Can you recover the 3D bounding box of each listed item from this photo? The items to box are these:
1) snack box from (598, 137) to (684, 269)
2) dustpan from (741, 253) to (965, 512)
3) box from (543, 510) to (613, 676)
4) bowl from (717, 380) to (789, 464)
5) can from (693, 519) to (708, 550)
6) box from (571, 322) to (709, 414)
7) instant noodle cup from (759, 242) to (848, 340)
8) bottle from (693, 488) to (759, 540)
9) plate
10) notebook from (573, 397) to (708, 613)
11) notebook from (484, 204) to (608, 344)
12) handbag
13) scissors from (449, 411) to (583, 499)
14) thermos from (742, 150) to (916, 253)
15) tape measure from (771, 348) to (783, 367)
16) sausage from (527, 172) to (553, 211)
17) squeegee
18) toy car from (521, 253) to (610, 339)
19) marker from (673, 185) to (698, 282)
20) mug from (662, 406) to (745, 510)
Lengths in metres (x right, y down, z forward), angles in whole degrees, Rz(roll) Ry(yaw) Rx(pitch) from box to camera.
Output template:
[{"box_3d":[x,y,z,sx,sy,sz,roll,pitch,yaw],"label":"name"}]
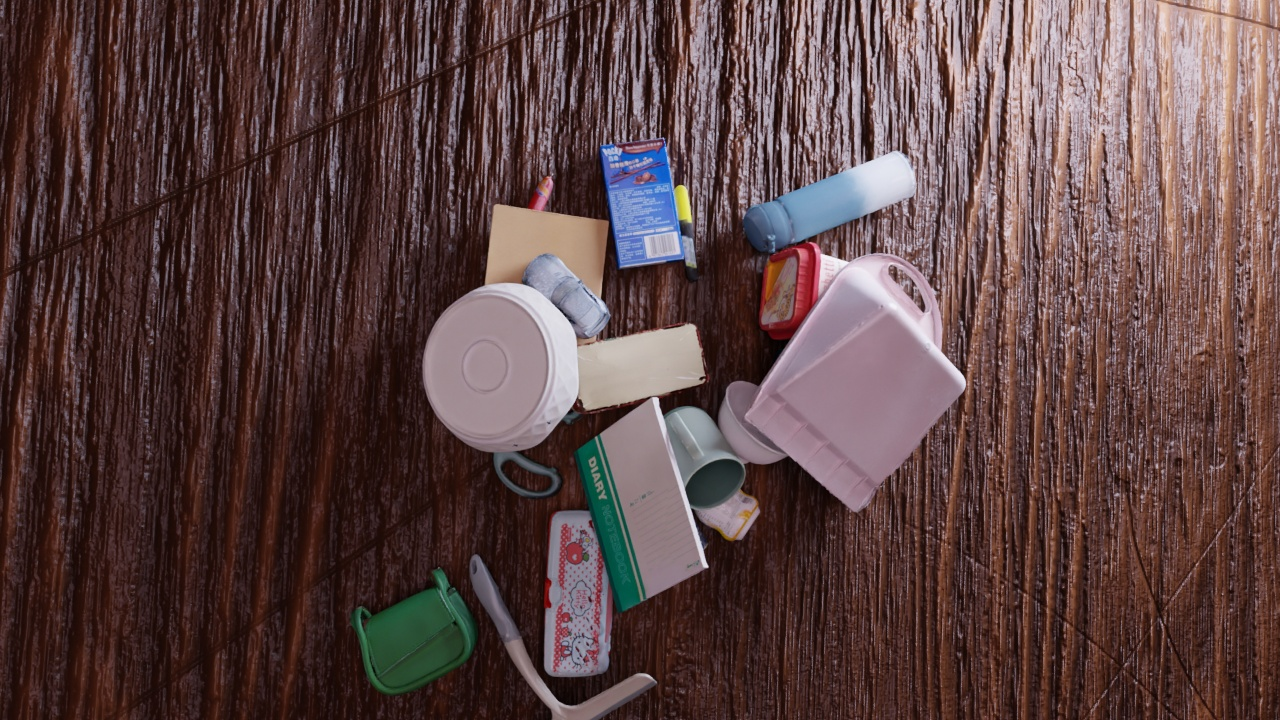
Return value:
[{"box_3d":[0.001,-0.198,1.164,0.084,0.026,0.157,-9,88,-7],"label":"snack box"},{"box_3d":[0.266,0.013,1.113,0.274,0.138,0.222,-42,116,9],"label":"dustpan"},{"box_3d":[-0.074,0.284,1.124,0.087,0.048,0.201,3,86,-7],"label":"box"},{"box_3d":[0.136,0.090,1.140,0.118,0.118,0.065,37,120,-4],"label":"bowl"},{"box_3d":[0.025,0.198,1.125,0.075,0.075,0.111,-31,92,-7],"label":"can"},{"box_3d":[-0.007,0.007,1.120,0.168,0.079,0.091,-13,89,-14],"label":"box"},{"box_3d":[0.227,-0.079,1.149,0.124,0.117,0.116,8,86,-19],"label":"instant noodle cup"},{"box_3d":[0.093,0.174,1.141,0.108,0.063,0.063,35,84,10],"label":"bottle"},{"box_3d":[-0.172,0.008,1.082,0.205,0.045,0.205,-1,86,22],"label":"plate"},{"box_3d":[-0.004,0.168,1.066,0.012,0.151,0.209,10,53,-44],"label":"notebook"},{"box_3d":[-0.121,-0.081,1.142,0.147,0.008,0.207,6,89,-14],"label":"notebook"},{"box_3d":[-0.267,0.326,1.095,0.131,0.068,0.120,-25,83,-6],"label":"handbag"},{"box_3d":[-0.150,0.105,1.138,0.173,0.019,0.177,-7,89,-8],"label":"scissors"},{"box_3d":[0.239,-0.202,1.174,0.220,0.070,0.070,-21,90,-7],"label":"thermos"},{"box_3d":[0.192,0.019,1.176,0.054,0.025,0.058,20,82,-7],"label":"tape measure"},{"box_3d":[-0.142,-0.166,1.151,0.020,0.020,0.155,22,85,-5],"label":"sausage"},{"box_3d":[-0.143,0.340,1.092,0.247,0.039,0.246,-39,77,21],"label":"squeegee"},{"box_3d":[-0.091,-0.079,1.127,0.120,0.037,0.054,44,81,-7],"label":"toy car"},{"box_3d":[0.059,-0.162,1.177,0.018,0.015,0.124,-9,91,-6],"label":"marker"},{"box_3d":[0.060,0.104,1.086,0.082,0.106,0.112,-32,135,0],"label":"mug"}]
